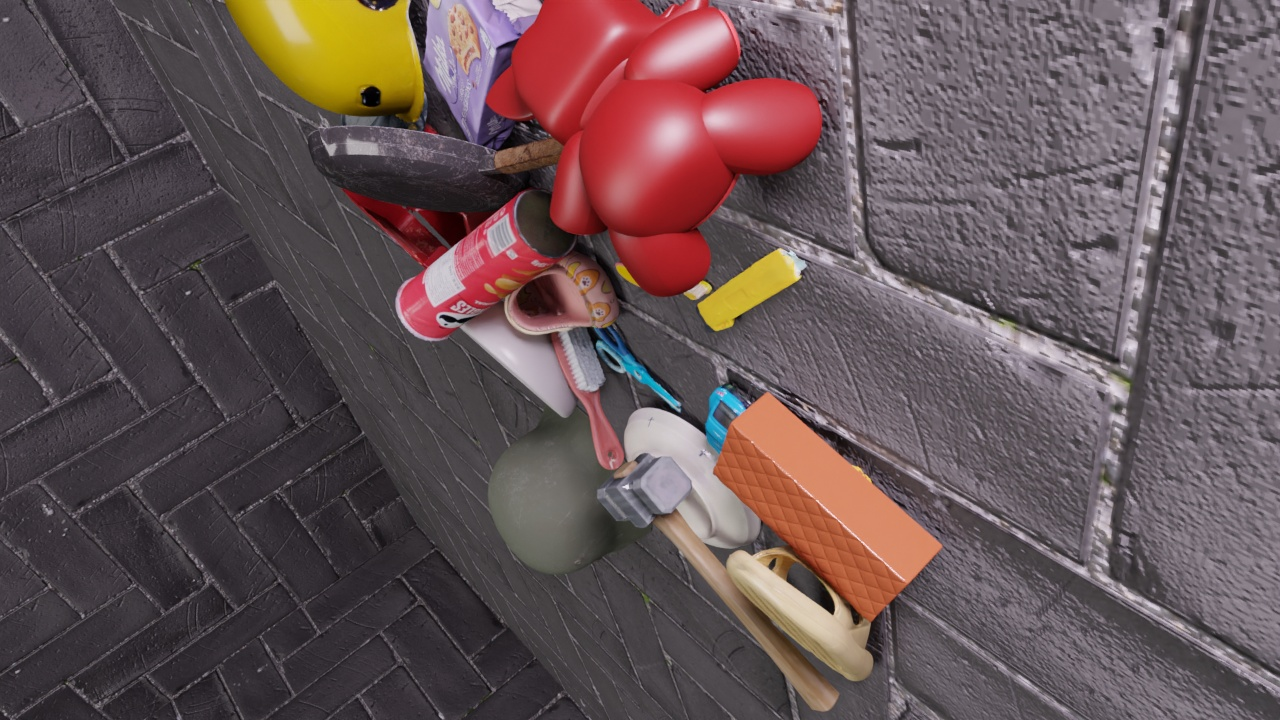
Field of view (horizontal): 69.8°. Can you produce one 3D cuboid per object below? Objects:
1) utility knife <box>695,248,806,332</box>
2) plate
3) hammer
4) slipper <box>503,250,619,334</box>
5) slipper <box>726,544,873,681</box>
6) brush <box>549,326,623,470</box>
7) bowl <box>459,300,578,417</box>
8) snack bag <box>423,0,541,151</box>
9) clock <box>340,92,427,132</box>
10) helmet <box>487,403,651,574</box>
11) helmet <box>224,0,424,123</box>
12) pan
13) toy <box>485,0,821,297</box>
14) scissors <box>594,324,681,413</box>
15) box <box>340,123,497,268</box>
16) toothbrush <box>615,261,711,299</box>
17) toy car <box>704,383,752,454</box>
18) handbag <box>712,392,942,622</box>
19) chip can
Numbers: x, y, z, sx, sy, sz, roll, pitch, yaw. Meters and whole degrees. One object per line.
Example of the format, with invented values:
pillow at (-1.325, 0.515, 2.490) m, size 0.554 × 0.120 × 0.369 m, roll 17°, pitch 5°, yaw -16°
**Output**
utility knife at (0.079, -0.049, 0.675) m, size 0.030 × 0.017 × 0.156 m, roll 50°, pitch 159°, yaw -3°
plate at (0.043, 0.131, 0.953) m, size 0.182 × 0.034 × 0.183 m, roll 36°, pitch 150°, yaw 25°
hammer at (0.087, 0.229, 0.925) m, size 0.323 × 0.051 × 0.117 m, roll 50°, pitch 153°, yaw -6°
slipper at (-0.101, -0.069, 0.922) m, size 0.197 × 0.081 × 0.093 m, roll 16°, pitch 135°, yaw 54°
slipper at (0.164, 0.217, 0.816) m, size 0.111 × 0.079 × 0.261 m, roll 33°, pitch 168°, yaw 38°
brush at (-0.051, 0.033, 0.977) m, size 0.030 × 0.040 × 0.172 m, roll -27°, pitch 82°, yaw 58°
bowl at (-0.129, -0.015, 1.042) m, size 0.176 × 0.066 × 0.177 m, roll 41°, pitch 174°, yaw 5°
snack bag at (-0.127, -0.251, 0.744) m, size 0.096 × 0.058 × 0.206 m, roll 58°, pitch 161°, yaw 1°
clock at (-0.265, -0.248, 0.956) m, size 0.052 × 0.090 × 0.129 m, roll 21°, pitch -142°, yaw -51°
helmet at (-0.117, 0.194, 1.229) m, size 0.227 × 0.153 × 0.268 m, roll 42°, pitch 155°, yaw 28°
helmet at (-0.290, -0.319, 0.802) m, size 0.209 × 0.139 × 0.240 m, roll 10°, pitch 114°, yaw 60°
pan at (-0.147, -0.167, 0.802) m, size 0.358 × 0.207 × 0.040 m, roll 5°, pitch 87°, yaw 42°
toy at (-0.005, -0.154, 0.556) m, size 0.159 × 0.120 × 0.197 m, roll -50°, pitch 62°, yaw 30°
scissors at (-0.004, 0.005, 0.923) m, size 0.140 × 0.015 × 0.083 m, roll 41°, pitch 155°, yaw 35°
box at (-0.222, -0.165, 1.026) m, size 0.157 × 0.122 × 0.136 m, roll 41°, pitch 172°, yaw 23°
toothbrush at (0.014, -0.068, 0.776) m, size 0.135 × 0.016 × 0.021 m, roll 21°, pitch 145°, yaw 53°
toy car at (0.078, 0.063, 0.816) m, size 0.048 × 0.032 × 0.105 m, roll 43°, pitch 156°, yaw 25°
handbag at (0.142, 0.117, 0.726) m, size 0.172 × 0.060 × 0.109 m, roll 43°, pitch 150°, yaw 20°
chip can at (-0.149, -0.087, 0.869) m, size 0.234 × 0.072 × 0.073 m, roll -25°, pitch 101°, yaw 48°
